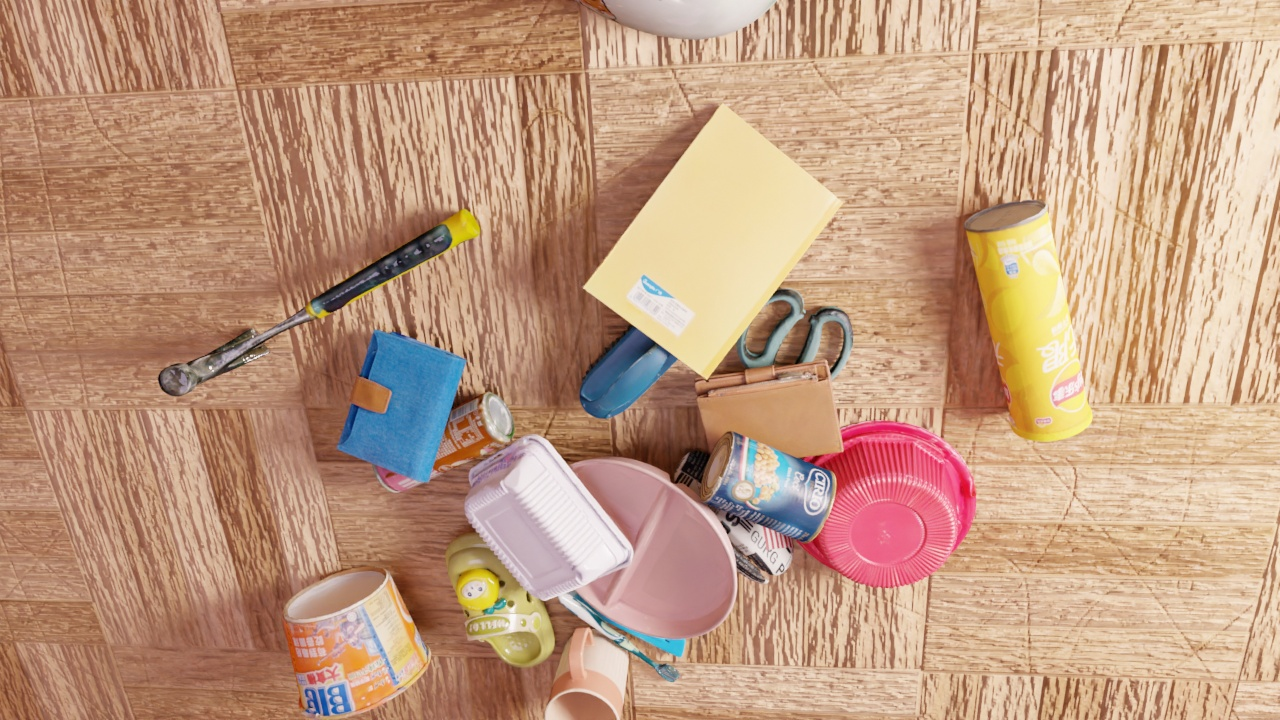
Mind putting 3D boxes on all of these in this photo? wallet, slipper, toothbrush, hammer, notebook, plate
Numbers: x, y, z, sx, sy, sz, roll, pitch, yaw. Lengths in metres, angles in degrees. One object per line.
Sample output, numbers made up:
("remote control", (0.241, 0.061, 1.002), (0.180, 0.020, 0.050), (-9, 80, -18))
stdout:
("wallet", (0.126, 0.054, 0.899), (0.132, 0.031, 0.108), (-10, 120, 13))
("wallet", (-0.241, 0.044, 0.923), (0.106, 0.040, 0.133), (19, 92, 17))
("slipper", (-0.155, 0.279, 1.023), (0.092, 0.081, 0.190), (-17, 113, 11))
("toothbrush", (-0.023, 0.314, 1.040), (0.018, 0.016, 0.191), (-32, 116, 36))
("hammer", (-0.301, -0.059, 0.890), (0.323, 0.126, 0.032), (-28, 100, 6))
("notebook", (0.066, -0.106, 0.832), (0.146, 0.010, 0.206), (36, 94, -9))
("plate", (-0.003, 0.194, 0.955), (0.230, 0.028, 0.230), (15, 124, 23))

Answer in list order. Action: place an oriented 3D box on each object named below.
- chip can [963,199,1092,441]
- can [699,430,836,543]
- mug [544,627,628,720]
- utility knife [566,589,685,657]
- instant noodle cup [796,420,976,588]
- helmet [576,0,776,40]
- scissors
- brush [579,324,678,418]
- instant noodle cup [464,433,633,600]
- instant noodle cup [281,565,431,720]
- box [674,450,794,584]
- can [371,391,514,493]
("chip can", (0.352, -0.034, 0.830), (0.072, 0.072, 0.213), (-16, 110, 13))
("can", (0.120, 0.120, 0.880), (0.111, 0.075, 0.075), (23, 114, -7))
("mug", (-0.060, 0.353, 1.027), (0.082, 0.105, 0.115), (-6, 112, 9))
("utility knife", (-0.019, 0.293, 1.045), (0.159, 0.018, 0.034), (25, 114, -3))
("instant noodle cup", (0.246, 0.160, 0.930), (0.194, 0.065, 0.194), (3, 114, 6))
("helmet", (0.004, -0.363, 0.684), (0.274, 0.156, 0.230), (34, 112, -8))
("scissors", (0.118, 0.004, 0.902), (0.130, 0.019, 0.186), (38, 111, -11))
("brush", (-0.005, 0.005, 0.889), (0.055, 0.073, 0.144), (39, 111, -16))
("instant noodle cup", (-0.107, 0.174, 0.950), (0.138, 0.060, 0.173), (-32, 98, 40))
("instant noodle cup", (-0.323, 0.307, 1.024), (0.151, 0.151, 0.111), (-12, 103, 11))
("box", (0.080, 0.173, 0.963), (0.163, 0.076, 0.088), (44, 133, -14))
("can", (-0.205, 0.086, 0.956), (0.147, 0.057, 0.058), (-25, 108, 17))
